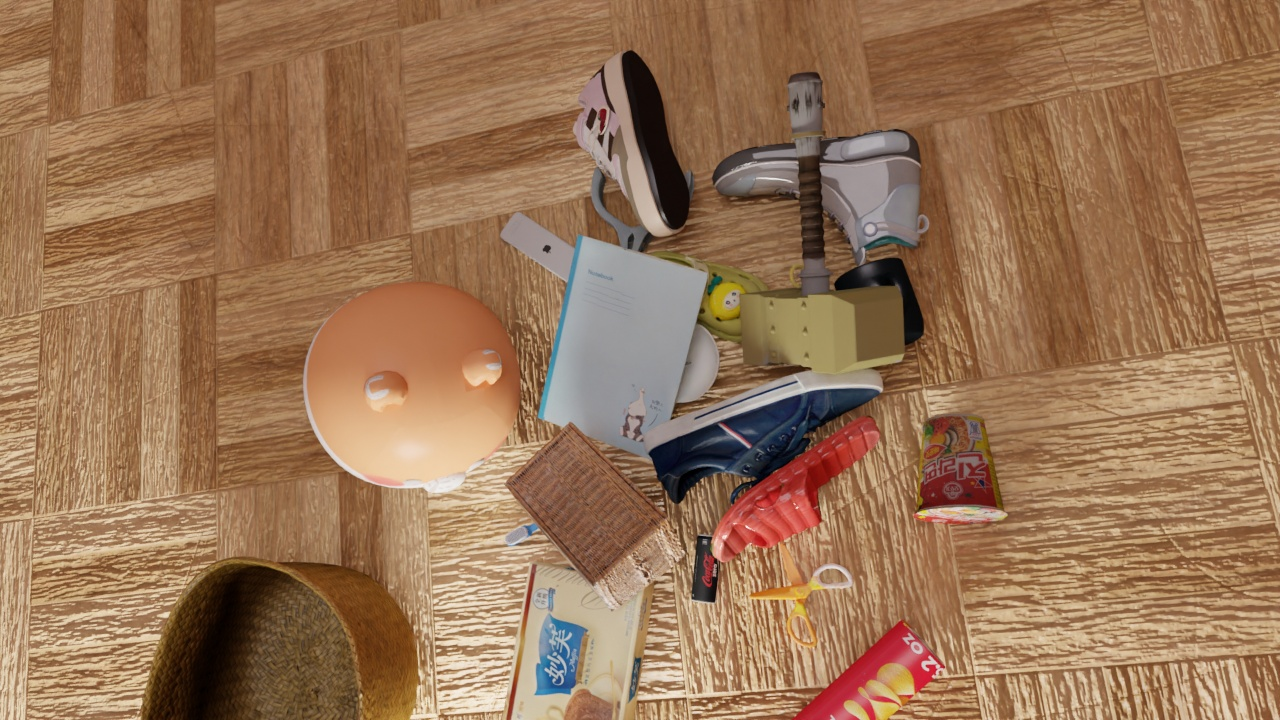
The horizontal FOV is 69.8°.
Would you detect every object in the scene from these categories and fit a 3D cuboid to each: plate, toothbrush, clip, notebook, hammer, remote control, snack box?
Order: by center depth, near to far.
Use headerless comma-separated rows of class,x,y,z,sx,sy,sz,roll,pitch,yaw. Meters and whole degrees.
hammer,0.195,-0.158,1.040,0.190,0.100,0.325,7,104,58
snack box,-0.076,0.364,1.128,0.153,0.055,0.207,7,81,16
notebook,-0.028,-0.015,1.166,0.181,0.009,0.254,19,106,18
plate,0.060,0.003,1.168,0.104,0.026,0.104,-4,83,35
toothbrush,-0.105,0.196,1.191,0.167,0.014,0.016,-30,73,7
clip,-0.022,-0.212,1.243,0.164,0.031,0.168,34,88,21
remote control,-0.129,-0.154,1.269,0.147,0.008,0.045,34,89,19

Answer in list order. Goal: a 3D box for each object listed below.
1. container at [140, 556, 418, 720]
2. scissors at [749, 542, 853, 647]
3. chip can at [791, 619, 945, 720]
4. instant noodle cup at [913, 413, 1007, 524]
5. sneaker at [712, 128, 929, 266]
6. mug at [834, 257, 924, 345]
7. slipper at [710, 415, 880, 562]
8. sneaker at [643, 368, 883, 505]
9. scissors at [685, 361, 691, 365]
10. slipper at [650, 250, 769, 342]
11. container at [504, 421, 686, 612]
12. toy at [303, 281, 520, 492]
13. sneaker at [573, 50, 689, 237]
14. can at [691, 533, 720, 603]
container,-0.431,0.402,1.146,0.307,0.196,0.306,-4,77,16
scissors,0.195,0.276,1.095,0.131,0.011,0.125,-22,76,8
chip can,0.237,0.390,1.030,0.220,0.069,0.069,-43,72,3
instant noodle cup,0.358,0.122,1.041,0.100,0.100,0.112,-3,71,15
sneaker,0.221,-0.192,1.147,0.257,0.093,0.160,-6,86,15
mug,0.288,-0.067,1.079,0.085,0.122,0.094,-15,76,-6
slipper,0.189,0.161,1.072,0.249,0.103,0.059,-39,58,3
sneaker,0.154,0.100,1.082,0.295,0.120,0.127,-23,69,15
scissors,-0.009,0.015,1.188,0.119,0.019,0.151,43,106,26
slipper,0.076,-0.093,1.165,0.191,0.081,0.091,23,83,20
container,-0.055,0.187,1.095,0.112,0.114,0.198,-40,58,-13
toy,-0.272,0.032,1.128,0.262,0.281,0.265,-15,89,-23
sneaker,-0.027,-0.271,1.199,0.117,0.111,0.293,-27,61,25
can,0.081,0.254,1.119,0.031,0.031,0.080,3,80,16
